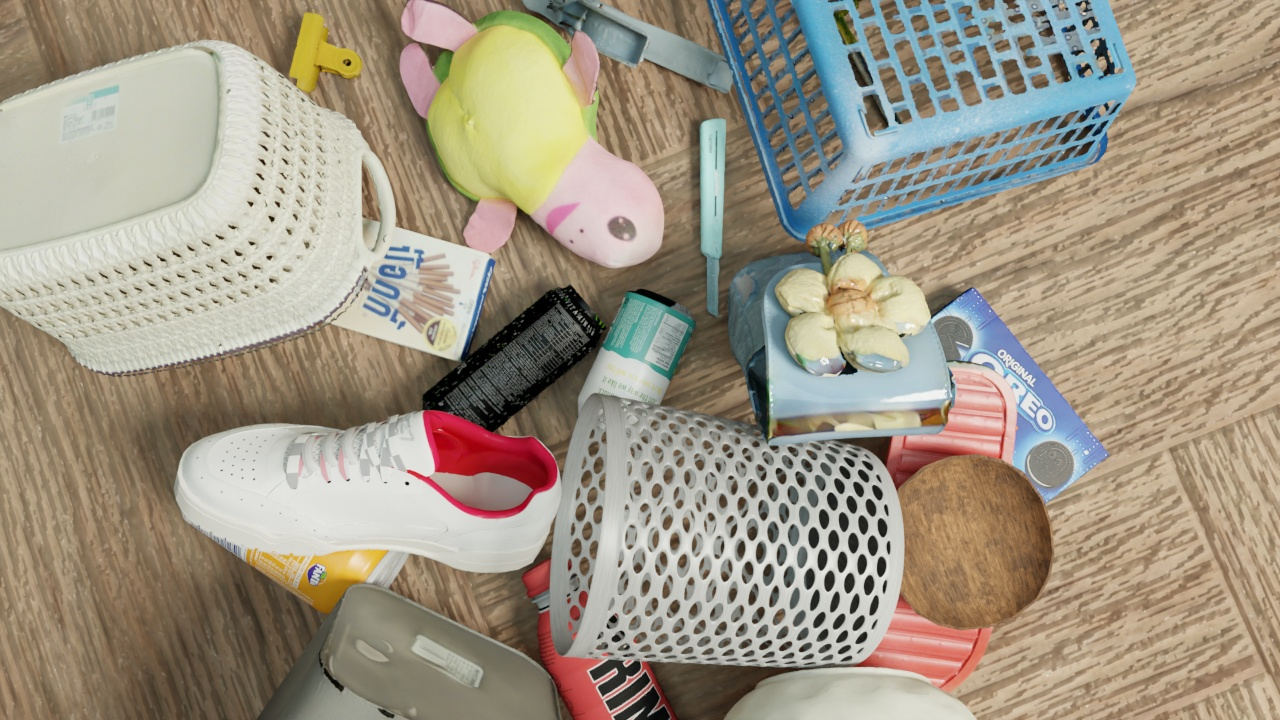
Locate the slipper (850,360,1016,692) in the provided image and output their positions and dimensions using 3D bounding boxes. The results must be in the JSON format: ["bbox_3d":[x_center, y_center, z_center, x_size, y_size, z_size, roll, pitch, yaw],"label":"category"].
[{"bbox_3d":[0.193,0.118,0.627,0.103,0.059,0.249,10,101,2],"label":"slipper"}]

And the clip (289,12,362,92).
[{"bbox_3d":[-0.238,-0.228,0.690,0.048,0.046,0.054,8,84,35],"label":"clip"}]

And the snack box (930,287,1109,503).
[{"bbox_3d":[0.248,0.031,0.647,0.082,0.027,0.150,-39,86,0],"label":"snack box"}]

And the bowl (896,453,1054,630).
[{"bbox_3d":[0.205,0.112,0.581,0.102,0.026,0.114,-14,98,6],"label":"bowl"}]

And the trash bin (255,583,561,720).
[{"bbox_3d":[-0.165,0.277,0.541,0.197,0.197,0.220,29,92,-12],"label":"trash bin"}]

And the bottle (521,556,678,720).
[{"bbox_3d":[-0.026,0.216,0.627,0.062,0.062,0.176,-29,85,0],"label":"bottle"}]

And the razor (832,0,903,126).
[{"bbox_3d":[0.165,-0.214,0.673,0.042,0.026,0.106,-28,89,-2],"label":"razor"}]

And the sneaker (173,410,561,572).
[{"bbox_3d":[-0.163,0.066,0.577,0.236,0.105,0.090,13,44,-14],"label":"sneaker"}]

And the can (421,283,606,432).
[{"bbox_3d":[-0.090,0.005,0.649,0.137,0.054,0.054,-40,85,-1],"label":"can"}]

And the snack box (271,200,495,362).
[{"bbox_3d":[-0.189,-0.057,0.672,0.150,0.026,0.082,17,86,4],"label":"snack box"}]

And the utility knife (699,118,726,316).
[{"bbox_3d":[0.052,-0.105,0.673,0.022,0.015,0.147,3,87,-29],"label":"utility knife"}]

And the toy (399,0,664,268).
[{"bbox_3d":[-0.079,-0.157,0.641,0.238,0.087,0.191,41,126,5],"label":"toy"}]

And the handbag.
[{"bbox_3d":[0.117,-0.025,0.572,0.122,0.191,0.119,-3,117,2],"label":"handbag"}]

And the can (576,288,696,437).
[{"bbox_3d":[-0.004,0.004,0.645,0.055,0.055,0.101,24,87,4],"label":"can"}]

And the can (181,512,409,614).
[{"bbox_3d":[-0.236,0.113,0.634,0.142,0.079,0.079,32,87,4],"label":"can"}]

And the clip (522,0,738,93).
[{"bbox_3d":[-0.024,-0.224,0.620,0.173,0.164,0.031,25,110,8],"label":"clip"}]

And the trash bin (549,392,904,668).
[{"bbox_3d":[0.049,0.111,0.573,0.183,0.156,0.156,9,86,-12],"label":"trash bin"}]

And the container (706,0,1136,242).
[{"bbox_3d":[0.173,-0.286,0.619,0.257,0.089,0.362,-17,85,-10],"label":"container"}]

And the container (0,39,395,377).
[{"bbox_3d":[-0.309,-0.101,0.603,0.252,0.143,0.184,-11,67,10],"label":"container"}]

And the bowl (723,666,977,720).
[{"bbox_3d":[0.128,0.232,0.573,0.188,0.220,0.060,21,55,-31],"label":"bowl"}]
